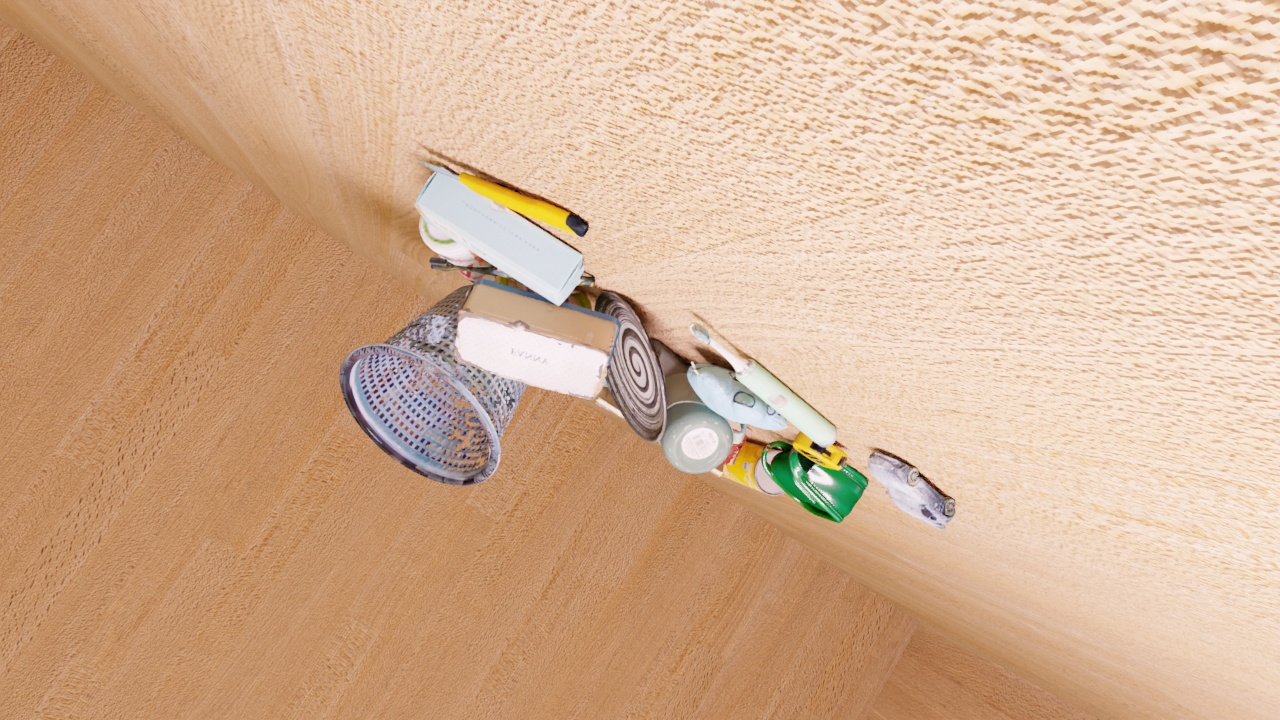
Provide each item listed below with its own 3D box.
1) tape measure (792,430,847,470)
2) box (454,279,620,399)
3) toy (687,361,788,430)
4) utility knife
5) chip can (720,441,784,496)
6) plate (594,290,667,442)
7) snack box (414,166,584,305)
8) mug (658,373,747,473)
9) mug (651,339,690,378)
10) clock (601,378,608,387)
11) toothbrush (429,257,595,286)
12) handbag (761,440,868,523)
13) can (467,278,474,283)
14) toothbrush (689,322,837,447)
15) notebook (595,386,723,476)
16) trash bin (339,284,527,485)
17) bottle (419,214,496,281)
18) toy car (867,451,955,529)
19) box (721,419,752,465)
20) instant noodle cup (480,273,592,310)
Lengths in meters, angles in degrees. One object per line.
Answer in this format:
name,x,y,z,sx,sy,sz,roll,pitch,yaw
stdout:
tape measure,0.206,0.100,1.056,0.057,0.029,0.060,32,173,-7
box,-0.107,-0.020,0.996,0.184,0.061,0.090,16,135,-5
toy,0.104,0.039,1.008,0.156,0.050,0.161,29,-176,-24
utility knife,-0.128,-0.153,0.833,0.215,0.015,0.033,26,171,28
chip can,0.172,0.166,1.467,0.072,0.072,0.213,34,173,-15
plate,-0.006,0.006,1.033,0.179,0.024,0.180,51,151,42
snack box,-0.142,-0.125,0.940,0.175,0.051,0.074,32,175,0
mug,0.072,0.075,1.062,0.111,0.082,0.106,4,-156,-13
mug,0.025,0.023,1.161,0.103,0.084,0.123,38,-164,-32
clock,-0.079,-0.004,1.276,0.161,0.056,0.116,10,168,-9
toothbrush,-0.140,-0.096,0.997,0.186,0.012,0.017,7,159,8
handbag,0.224,0.150,1.195,0.120,0.068,0.131,41,173,-8
can,-0.171,-0.099,1.230,0.134,0.053,0.053,35,172,-22
toothbrush,0.124,0.024,0.912,0.224,0.026,0.027,37,-163,-31
notebook,0.039,0.080,1.379,0.211,0.012,0.149,32,-153,-6
trash bin,-0.233,0.013,1.176,0.227,0.194,0.227,17,136,17
bottle,-0.198,-0.133,1.079,0.068,0.068,0.197,31,174,10
toy car,0.281,0.136,0.956,0.120,0.036,0.054,40,170,-31
box,0.062,0.089,1.286,0.168,0.077,0.091,26,-176,-18
instant noodle cup,-0.139,-0.050,1.093,0.123,0.111,0.112,22,179,-30
